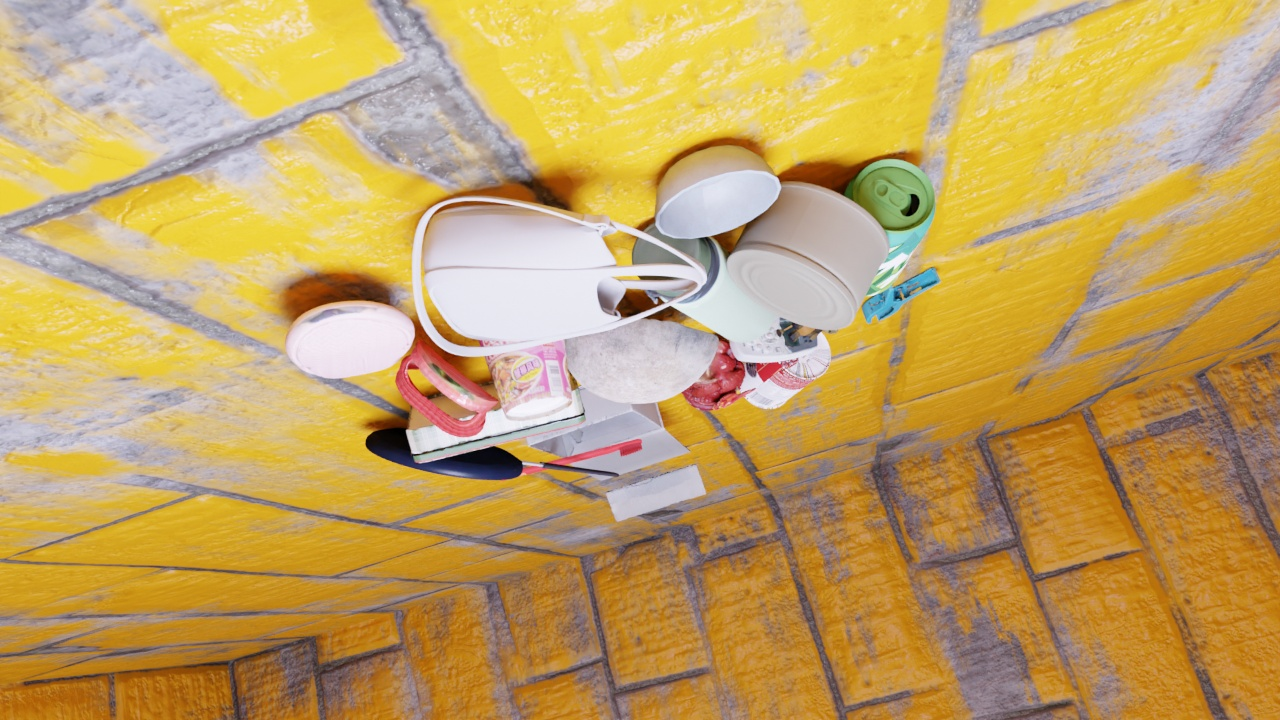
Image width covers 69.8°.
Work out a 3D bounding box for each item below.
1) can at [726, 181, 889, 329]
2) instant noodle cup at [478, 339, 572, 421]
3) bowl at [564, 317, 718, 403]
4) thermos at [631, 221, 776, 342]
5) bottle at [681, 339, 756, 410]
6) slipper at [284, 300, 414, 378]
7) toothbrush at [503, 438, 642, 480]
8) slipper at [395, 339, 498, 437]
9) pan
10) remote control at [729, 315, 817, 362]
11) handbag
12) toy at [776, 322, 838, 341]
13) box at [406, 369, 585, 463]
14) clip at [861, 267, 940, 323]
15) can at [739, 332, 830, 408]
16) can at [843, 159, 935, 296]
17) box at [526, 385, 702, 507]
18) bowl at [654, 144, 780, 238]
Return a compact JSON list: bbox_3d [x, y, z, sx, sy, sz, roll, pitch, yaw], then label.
[{"bbox_3d":[0.149,-0.092,0.824,0.128,0.073,0.128,27,164,8],"label":"can"},{"bbox_3d":[-0.116,0.000,0.934,0.097,0.108,0.098,-14,162,-5],"label":"instant noodle cup"},{"bbox_3d":[-0.006,0.006,1.004,0.178,0.081,0.178,3,171,0],"label":"bowl"},{"bbox_3d":[0.064,-0.074,0.909,0.082,0.082,0.231,-22,162,20],"label":"thermos"},{"bbox_3d":[0.093,0.022,1.198,0.099,0.099,0.111,-14,157,-4],"label":"bottle"},{"bbox_3d":[-0.262,-0.021,0.836,0.106,0.055,0.222,-11,173,-15],"label":"slipper"},{"bbox_3d":[-0.099,0.145,1.298,0.212,0.017,0.012,-15,149,5],"label":"toothbrush"},{"bbox_3d":[-0.198,0.035,0.927,0.059,0.103,0.249,-52,-174,-8],"label":"slipper"},{"bbox_3d":[-0.180,0.128,1.204,0.355,0.021,0.199,12,-177,-31],"label":"pan"},{"bbox_3d":[0.169,-0.029,1.168,0.114,0.060,0.028,-6,163,-16],"label":"remote control"},{"bbox_3d":[-0.057,-0.064,0.743,0.223,0.095,0.216,0,163,2],"label":"handbag"},{"bbox_3d":[0.211,-0.050,1.124,0.100,0.062,0.076,-28,150,-24],"label":"toy"},{"bbox_3d":[-0.172,0.062,1.087,0.205,0.051,0.117,-15,-160,-8],"label":"box"},{"bbox_3d":[0.319,-0.080,1.197,0.102,0.027,0.120,-8,161,-14],"label":"clip"},{"bbox_3d":[0.192,0.007,1.251,0.086,0.086,0.117,-8,161,-24],"label":"can"},{"bbox_3d":[0.226,-0.125,0.882,0.083,0.083,0.144,-14,162,-4],"label":"can"},{"bbox_3d":[-0.037,0.125,1.402,0.166,0.098,0.368,-19,156,12],"label":"box"},{"bbox_3d":[0.059,-0.143,0.756,0.106,0.039,0.106,-14,163,-5],"label":"bowl"}]
